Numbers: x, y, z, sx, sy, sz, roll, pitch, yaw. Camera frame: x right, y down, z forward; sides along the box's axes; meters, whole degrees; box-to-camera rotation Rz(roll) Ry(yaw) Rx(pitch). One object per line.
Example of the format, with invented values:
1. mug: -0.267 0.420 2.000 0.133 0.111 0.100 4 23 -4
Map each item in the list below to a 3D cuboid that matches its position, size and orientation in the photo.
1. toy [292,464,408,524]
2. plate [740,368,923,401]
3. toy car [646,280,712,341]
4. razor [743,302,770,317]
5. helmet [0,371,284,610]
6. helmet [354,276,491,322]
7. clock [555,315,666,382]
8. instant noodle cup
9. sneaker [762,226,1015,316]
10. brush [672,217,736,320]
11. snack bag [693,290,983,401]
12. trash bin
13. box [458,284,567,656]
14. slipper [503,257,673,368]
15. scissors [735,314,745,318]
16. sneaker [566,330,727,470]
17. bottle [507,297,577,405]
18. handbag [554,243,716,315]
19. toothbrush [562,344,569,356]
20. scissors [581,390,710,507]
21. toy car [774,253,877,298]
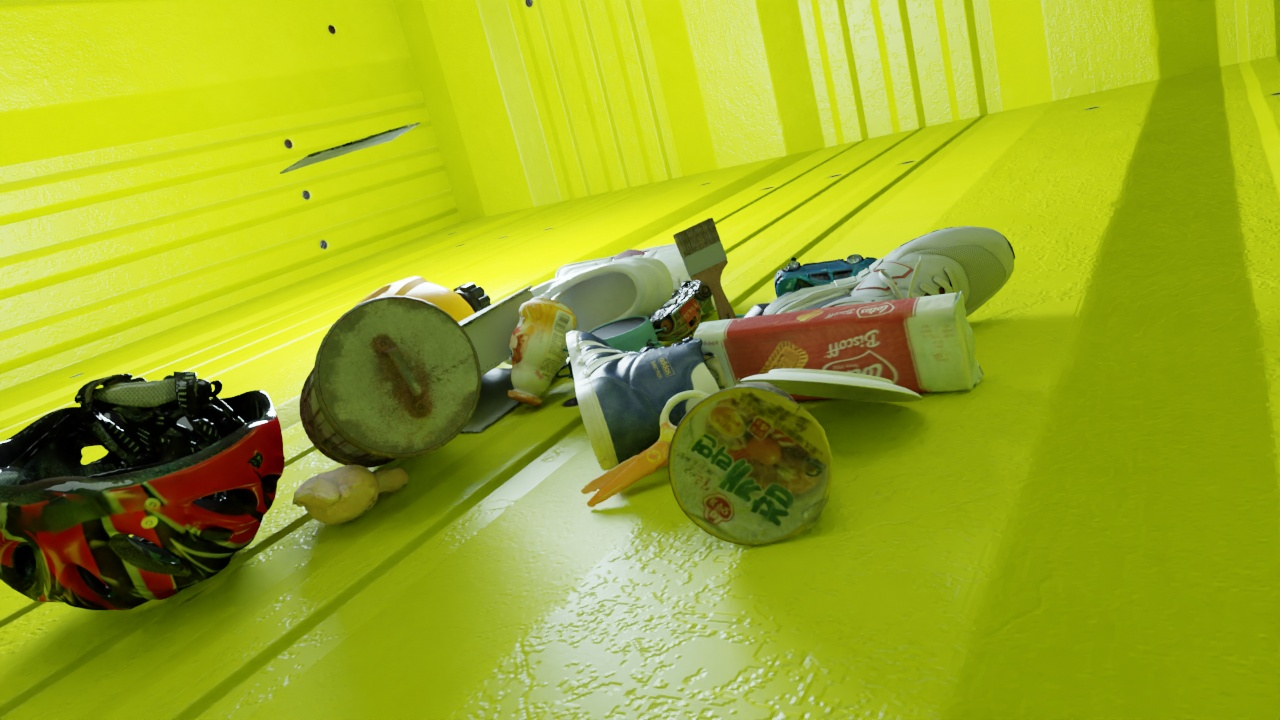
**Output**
1. toy: -0.247 0.111 0.781 0.064 0.047 0.110 -10 4 15
2. plate: 0.141 0.018 0.687 0.134 0.011 0.134 6 -5 0
3. toy car: 0.046 -0.050 1.057 0.111 0.047 0.047 -43 26 -15
4. razor: 0.087 -0.016 0.913 0.143 0.052 0.047 -22 19 -6
5. helmet: -0.394 0.100 0.717 0.217 0.167 0.272 -5 9 -8
6. helmet: -0.298 -0.038 1.192 0.206 0.131 0.254 -3 20 34
7. clock: -0.033 -0.007 0.981 0.124 0.053 0.090 -15 15 11
8. instant noodle cup: 0.075 0.057 0.601 0.102 0.102 0.108 -11 8 12
9. sneaker: 0.229 -0.042 0.823 0.240 0.089 0.124 -21 19 12
10. brush: 0.079 -0.070 0.927 0.045 0.143 0.008 -27 17 -12
11. snack bag: 0.155 -0.005 0.754 0.226 0.077 0.041 -5 30 32
12. trash bin: -0.226 0.027 0.805 0.130 0.131 0.212 -23 0 -27
13. box: -0.164 0.135 1.058 0.172 0.404 0.168 -5 22 34
14. slipper: -0.079 -0.051 1.065 0.247 0.112 0.074 -20 -14 31
15. scissors: 0.111 -0.032 1.020 0.135 0.015 0.135 -14 17 -20
16. sneaker: 0.007 0.011 0.805 0.118 0.091 0.233 -20 16 0
17. bottle: -0.107 -0.009 0.957 0.063 0.108 0.063 14 -10 3
18. handbag: -0.007 -0.089 1.166 0.199 0.096 0.141 -11 17 9
19. toothbrush: -0.005 0.005 0.900 0.168 0.014 0.014 16 41 29
20. scissors: 0.008 0.068 0.685 0.130 0.070 0.013 -25 -18 -4
21. toy car: 0.210 -0.085 1.025 0.120 0.056 0.043 -5 40 14
